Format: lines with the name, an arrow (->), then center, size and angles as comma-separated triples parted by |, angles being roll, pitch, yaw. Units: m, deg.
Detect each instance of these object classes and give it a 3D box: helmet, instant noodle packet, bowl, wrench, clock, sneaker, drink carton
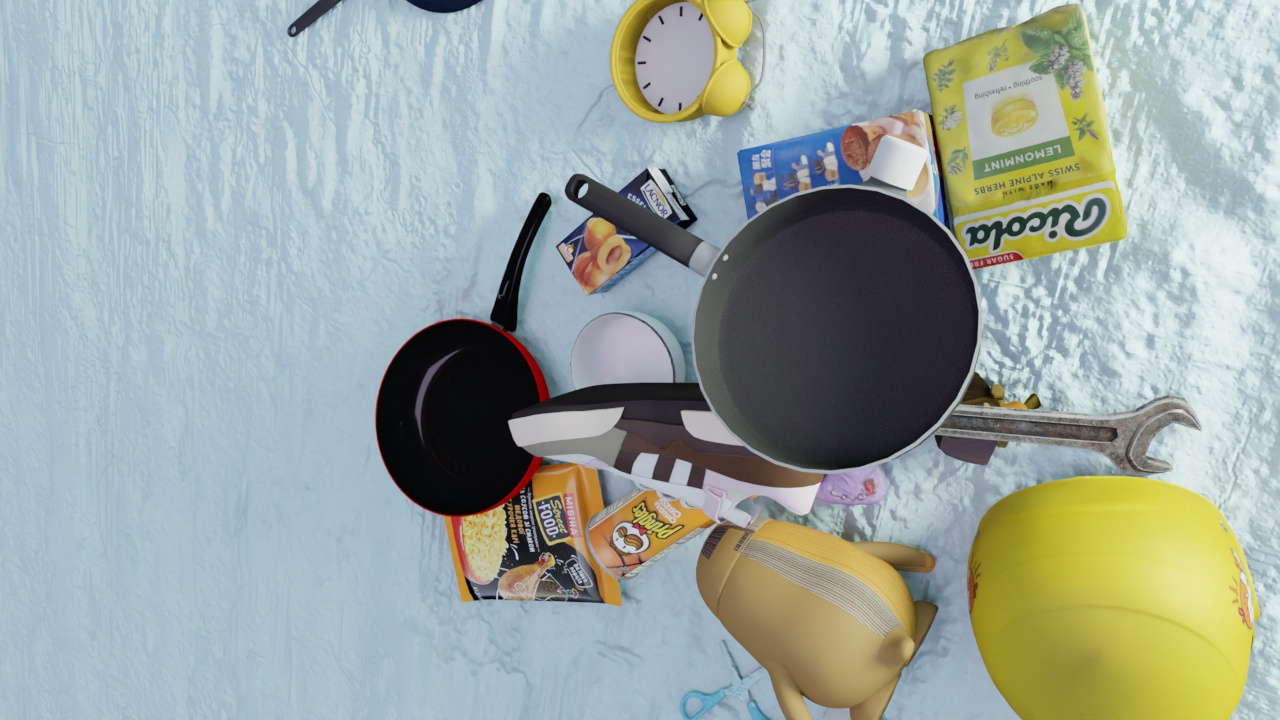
helmet -> 0.353, 0.215, 0.698 | 0.210, 0.139, 0.240 | -9, 96, 29
instant noodle packet -> -0.129, 0.192, 1.014 | 0.221, 0.032, 0.160 | -7, 97, 29
bowl -> -0.005, 0.005, 0.891 | 0.114, 0.063, 0.113 | 6, 103, 27
wrench -> 0.289, 0.050, 0.714 | 0.273, 0.010, 0.070 | 5, 115, 5
clock -> 0.042, -0.270, 0.818 | 0.152, 0.051, 0.113 | 7, 104, 32
sneaker -> 0.021, 0.084, 0.794 | 0.294, 0.111, 0.116 | -2, 99, 25
drink carton -> -0.013, -0.123, 0.883 | 0.130, 0.040, 0.064 | -36, 83, 29

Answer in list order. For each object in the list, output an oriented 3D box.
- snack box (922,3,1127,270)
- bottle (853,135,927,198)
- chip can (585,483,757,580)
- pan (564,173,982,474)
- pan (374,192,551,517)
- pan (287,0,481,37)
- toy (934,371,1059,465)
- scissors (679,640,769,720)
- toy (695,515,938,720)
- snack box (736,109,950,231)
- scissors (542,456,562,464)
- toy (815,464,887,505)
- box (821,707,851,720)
snack box -> 0.293, -0.168, 0.705 | 0.121, 0.045, 0.181 | -10, 96, 29
bottle -> 0.169, -0.085, 0.708 | 0.084, 0.046, 0.174 | 28, 112, 20
chip can -> 0.046, 0.130, 0.883 | 0.216, 0.075, 0.075 | -39, 81, 29
pan -> 0.080, -0.058, 0.687 | 0.356, 0.044, 0.204 | 33, 97, 28
pan -> -0.159, -0.006, 0.971 | 0.209, 0.067, 0.356 | 28, 97, 22
pan -> -0.265, -0.432, 0.967 | 0.357, 0.021, 0.198 | -21, 90, 31
toy -> 0.289, 0.047, 0.748 | 0.100, 0.062, 0.076 | -4, 77, 12
scissors -> 0.094, 0.354, 0.942 | 0.136, 0.015, 0.135 | -23, 83, 28
toy -> 0.142, 0.218, 0.817 | 0.203, 0.198, 0.163 | 28, 157, 25
snack box -> 0.178, -0.090, 0.769 | 0.155, 0.069, 0.203 | -7, 97, 29
scissors -> -0.149, 0.072, 1.011 | 0.171, 0.028, 0.139 | -12, 93, 25
toy -> 0.182, 0.083, 0.822 | 0.080, 0.036, 0.100 | -5, 99, 28
box -> 0.259, 0.406, 0.848 | 0.210, 0.079, 0.080 | 19, 143, 24
